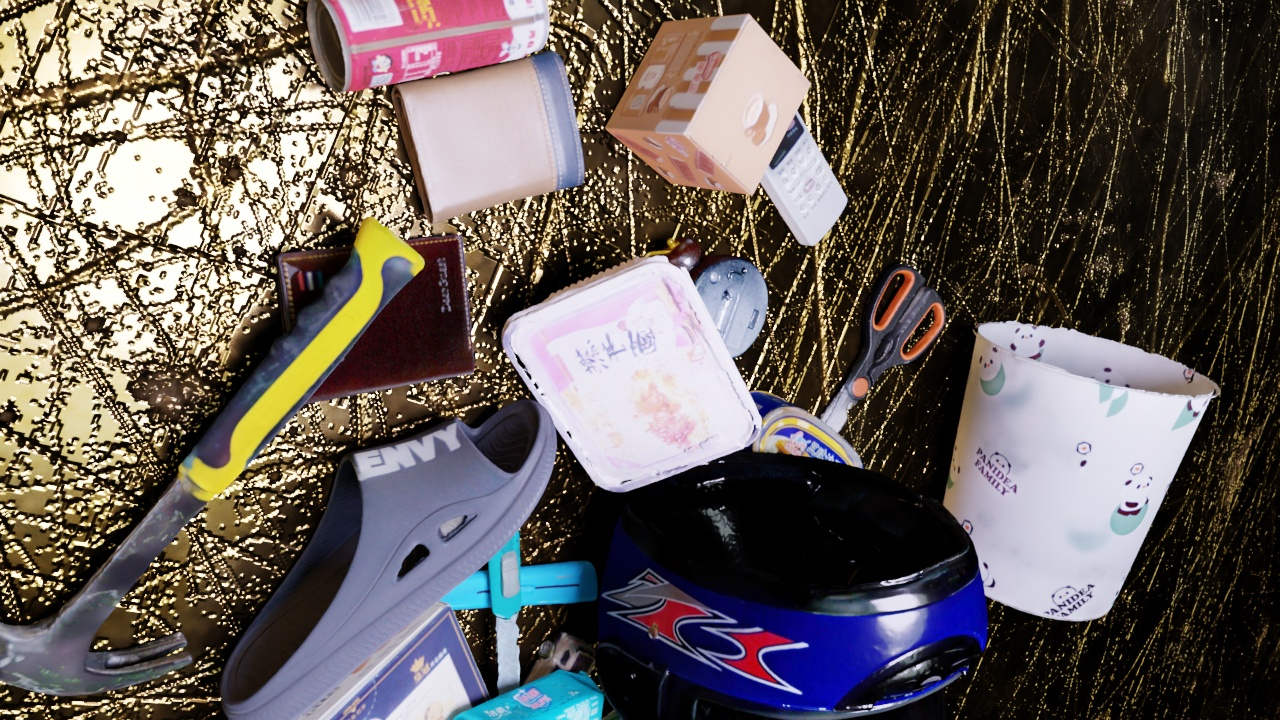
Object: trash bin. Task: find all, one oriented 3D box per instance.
[{"bbox_3d":[0.431,0.111,0.952,0.229,0.230,0.252,-4,111,-36],"label":"trash bin"}]

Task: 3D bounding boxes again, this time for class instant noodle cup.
[{"bbox_3d":[-0.004,0.004,0.660,0.138,0.060,0.173,-22,122,14],"label":"instant noodle cup"}]

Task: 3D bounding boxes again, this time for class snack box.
[{"bbox_3d":[0.047,-0.179,0.648,0.077,0.094,0.092,33,83,-39],"label":"snack box"},{"bbox_3d":[-0.177,0.279,0.613,0.177,0.046,0.183,-41,129,-40],"label":"snack box"}]

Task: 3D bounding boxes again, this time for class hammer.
[{"bbox_3d":[-0.239,0.056,0.526,0.323,0.032,0.126,-51,129,-5],"label":"hammer"}]

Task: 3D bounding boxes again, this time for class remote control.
[{"bbox_3d":[0.123,-0.163,0.757,0.058,0.021,0.150,-52,128,-13],"label":"remote control"}]

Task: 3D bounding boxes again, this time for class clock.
[{"bbox_3d":[0.044,-0.048,0.711,0.121,0.055,0.082,18,94,-38],"label":"clock"}]

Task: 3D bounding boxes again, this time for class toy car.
[{"bbox_3d":[-0.072,0.263,0.733,0.042,0.035,0.090,39,82,-36],"label":"toy car"}]

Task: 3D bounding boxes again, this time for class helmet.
[{"bbox_3d":[0.106,0.211,0.665,0.246,0.316,0.240,-12,102,-24],"label":"helmet"}]

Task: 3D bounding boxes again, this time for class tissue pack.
[{"bbox_3d":[-0.081,0.285,0.663,0.133,0.050,0.093,1,98,-54],"label":"tissue pack"}]

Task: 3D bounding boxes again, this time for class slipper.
[{"bbox_3d":[-0.164,0.109,0.572,0.267,0.111,0.083,-43,121,-14],"label":"slipper"}]

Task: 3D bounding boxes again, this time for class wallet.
[{"bbox_3d":[-0.166,-0.028,0.586,0.122,0.020,0.096,-12,111,-36],"label":"wallet"},{"bbox_3d":[-0.095,-0.145,0.594,0.115,0.033,0.090,-23,114,-29],"label":"wallet"}]

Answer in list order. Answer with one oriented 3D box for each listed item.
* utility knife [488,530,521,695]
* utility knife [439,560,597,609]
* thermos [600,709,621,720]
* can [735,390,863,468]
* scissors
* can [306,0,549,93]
[{"bbox_3d":[-0.098,0.151,0.673,0.029,0.013,0.223,-5,98,-31],"label":"utility knife"},{"bbox_3d":[-0.113,0.171,0.685,0.194,0.018,0.034,5,101,-36],"label":"utility knife"},{"bbox_3d":[-0.014,0.327,0.778,0.223,0.073,0.073,-27,118,-28],"label":"thermos"},{"bbox_3d":[0.137,0.083,0.818,0.148,0.049,0.074,36,85,-34],"label":"can"},{"bbox_3d":[0.203,0.004,0.876,0.234,0.022,0.143,-35,114,-16],"label":"scissors"},{"bbox_3d":[-0.122,-0.197,0.542,0.132,0.053,0.053,-23,116,-30],"label":"can"}]
